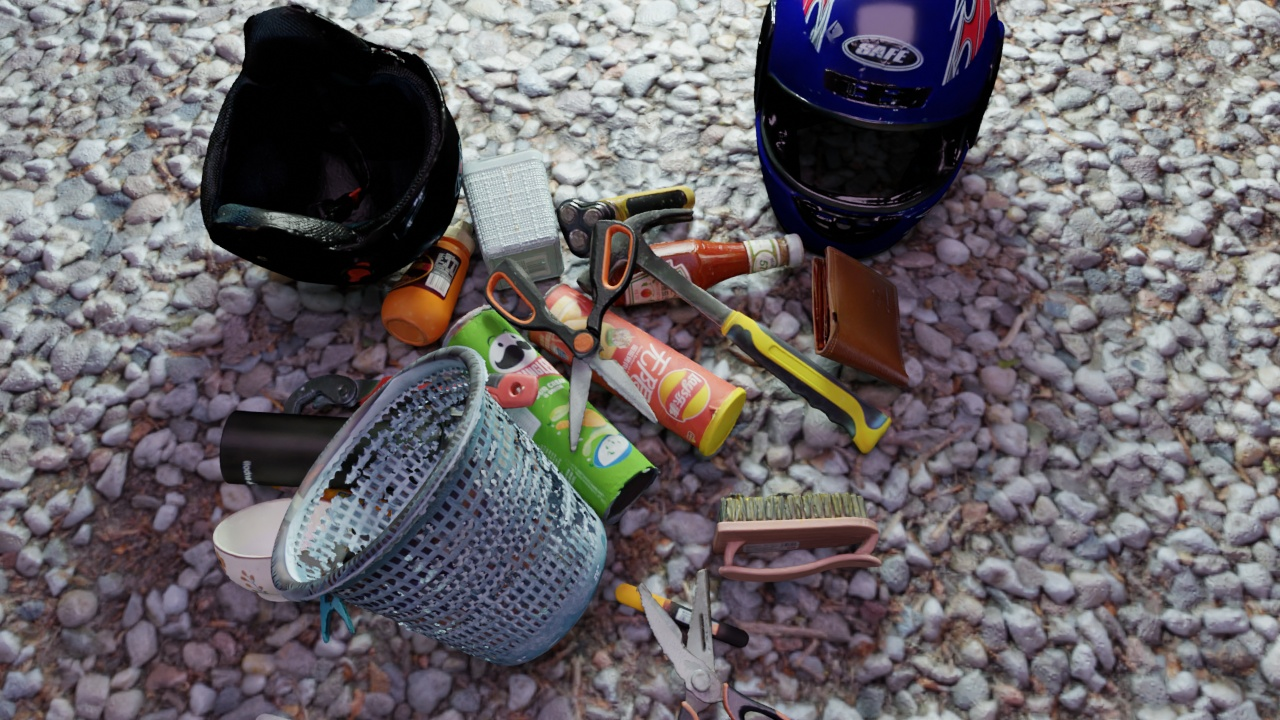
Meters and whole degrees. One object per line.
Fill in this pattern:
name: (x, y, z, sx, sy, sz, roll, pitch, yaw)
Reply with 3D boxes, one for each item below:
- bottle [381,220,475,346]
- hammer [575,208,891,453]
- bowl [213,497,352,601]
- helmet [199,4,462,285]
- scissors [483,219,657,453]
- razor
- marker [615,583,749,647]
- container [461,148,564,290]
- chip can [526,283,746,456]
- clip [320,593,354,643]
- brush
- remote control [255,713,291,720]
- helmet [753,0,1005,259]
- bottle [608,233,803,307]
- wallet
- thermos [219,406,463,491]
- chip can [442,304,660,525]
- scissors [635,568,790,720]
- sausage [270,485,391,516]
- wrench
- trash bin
bottle: (-0.210, -0.087, 0.946, 0.067, 0.067, 0.149, 15, 58, 9)
hammer: (0.102, -0.029, 0.883, 0.323, 0.032, 0.126, 37, 83, 5)
bowl: (-0.310, 0.171, 0.806, 0.113, 0.113, 0.062, 1, 106, 2)
helmet: (-0.286, -0.186, 0.888, 0.275, 0.230, 0.233, 1, 78, 16)
scissors: (-0.059, -0.032, 0.847, 0.229, 0.022, 0.220, 19, 78, 20)
razor: (-0.008, -0.152, 0.949, 0.167, 0.068, 0.062, -22, 89, -37)
marker: (0.036, 0.225, 0.808, 0.124, 0.015, 0.018, 19, 67, 8)
container: (-0.131, -0.143, 0.955, 0.090, 0.090, 0.111, -14, 67, -5)
chip can: (-0.005, 0.005, 0.885, 0.216, 0.073, 0.073, 33, 69, 16)
clip: (-0.275, 0.222, 0.818, 0.038, 0.013, 0.055, -20, 64, -9)
brush: (0.138, 0.157, 0.812, 0.145, 0.063, 0.073, -2, 60, -1)
remote control: (-0.268, 0.330, 0.759, 0.125, 0.024, 0.049, 12, 65, 7)
helmet: (0.236, -0.290, 0.933, 0.247, 0.241, 0.314, 12, 65, 9)
bottle: (0.064, -0.097, 0.941, 0.206, 0.060, 0.059, -9, 64, -3)
wallet: (0.215, -0.041, 0.895, 0.101, 0.032, 0.124, 22, 53, -24)
thermos: (-0.250, 0.075, 0.838, 0.242, 0.090, 0.068, 2, 32, -5)
chip can: (-0.088, 0.049, 0.867, 0.072, 0.072, 0.236, -41, 70, -17)
scissors: (0.059, 0.290, 0.767, 0.226, 0.015, 0.188, 33, 71, 12)
sausage: (-0.279, 0.129, 0.860, 0.165, 0.021, 0.021, 15, 65, 9)
wrench: (-0.221, 0.033, 0.866, 0.274, 0.016, 0.056, -5, 67, 18)
trash bin: (-0.142, 0.135, 0.735, 0.227, 0.195, 0.226, -32, 31, 22)
